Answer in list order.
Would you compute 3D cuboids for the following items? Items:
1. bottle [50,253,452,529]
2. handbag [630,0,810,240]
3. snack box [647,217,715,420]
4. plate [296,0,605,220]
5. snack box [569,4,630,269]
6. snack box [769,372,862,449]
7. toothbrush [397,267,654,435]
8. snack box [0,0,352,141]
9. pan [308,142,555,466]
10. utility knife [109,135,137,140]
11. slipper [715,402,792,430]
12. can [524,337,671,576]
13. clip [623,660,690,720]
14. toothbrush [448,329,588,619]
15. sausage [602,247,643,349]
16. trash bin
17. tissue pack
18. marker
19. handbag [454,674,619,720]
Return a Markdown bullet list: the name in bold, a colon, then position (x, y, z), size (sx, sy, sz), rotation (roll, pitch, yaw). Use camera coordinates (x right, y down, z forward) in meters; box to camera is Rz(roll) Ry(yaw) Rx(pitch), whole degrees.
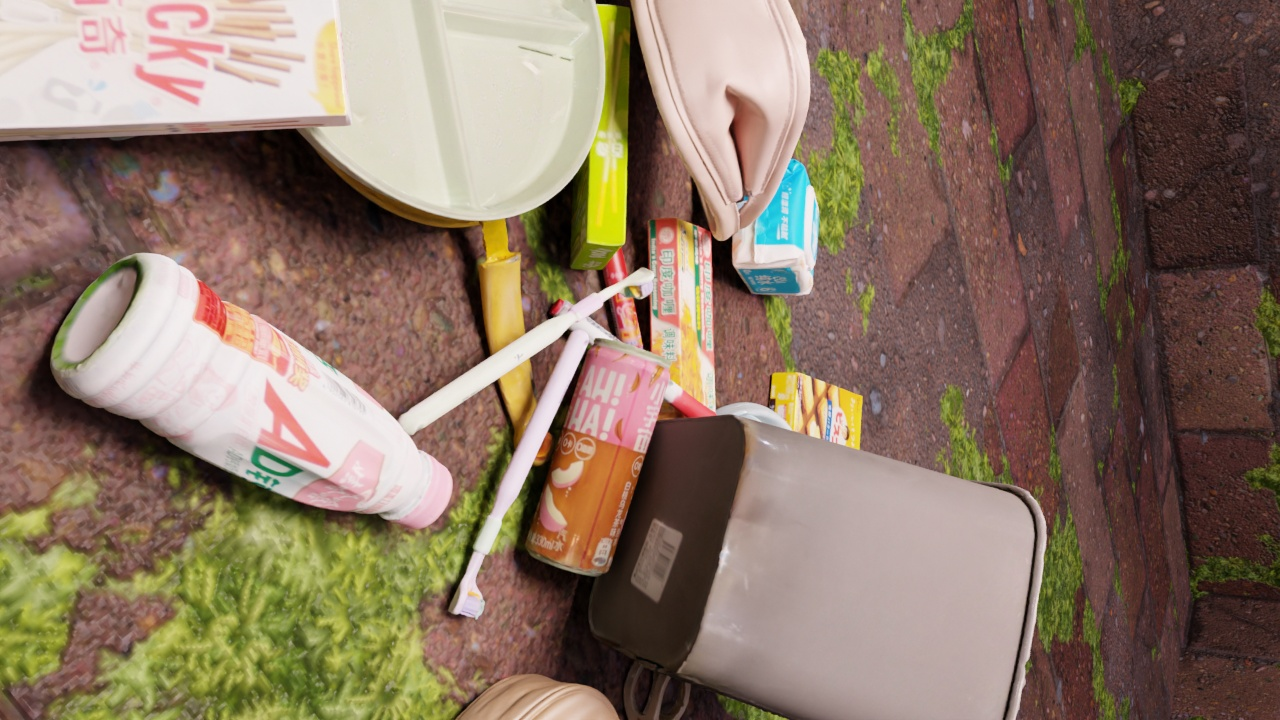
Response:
- **bottle**: position (-0.170, 0.028, 0.440), size (0.197, 0.068, 0.068), rotation (44, 55, -45)
- **handbag**: position (0.051, -0.184, 0.657), size (0.234, 0.093, 0.193), rotation (75, 3, -62)
- **snack box**: position (0.033, -0.028, 0.713), size (0.077, 0.027, 0.155), rotation (1, 88, -66)
- **plate**: position (-0.108, -0.184, 0.476), size (0.229, 0.028, 0.230), rotation (10, 75, -44)
- **snack box**: position (-0.028, -0.144, 0.613), size (0.026, 0.086, 0.156), rotation (3, 84, -11)
- **snack box**: position (0.171, 0.066, 0.893), size (0.140, 0.034, 0.087), rotation (19, 74, -52)
- **toothbrush**: position (-0.064, -0.008, 0.549), size (0.189, 0.029, 0.020), rotation (-34, 87, -30)
- **snack box**: position (-0.201, -0.134, 0.367), size (0.156, 0.027, 0.084), rotation (-6, 94, -13)
- **pan**: position (-0.099, -0.101, 0.550), size (0.197, 0.078, 0.357), rotation (-30, 105, -44)
- **utility knife**: position (-0.234, -0.187, 0.412), size (0.030, 0.019, 0.176), rotation (-7, 89, -57)
- **slipper**: position (0.065, 0.109, 0.723), size (0.244, 0.074, 0.104), rotation (-33, 112, -46)
- **can**: position (-0.027, 0.063, 0.600), size (0.058, 0.058, 0.147), rotation (23, 82, -49)
- **clip**: position (0.012, 0.272, 0.682), size (0.076, 0.035, 0.103), rotation (12, 83, -51)
- **toothbrush**: position (-0.072, 0.066, 0.566), size (0.029, 0.021, 0.189), rotation (52, 58, -69)
- **sausage**: position (-0.014, -0.041, 0.673), size (0.020, 0.020, 0.156), rotation (-26, 108, -49)
- **trash bin**: position (0.104, 0.144, 0.600), size (0.219, 0.199, 0.198), rotation (21, 76, -23)
- **tissue pack**: position (0.119, -0.110, 0.783), size (0.140, 0.063, 0.090), rotation (30, 63, -73)
- **marker**: position (-0.004, 0.004, 0.647), size (0.145, 0.017, 0.017), rotation (37, 57, -19)
- **handbag**: position (-0.058, 0.298, 0.537), size (0.147, 0.100, 0.204), rotation (-19, 99, -47)
